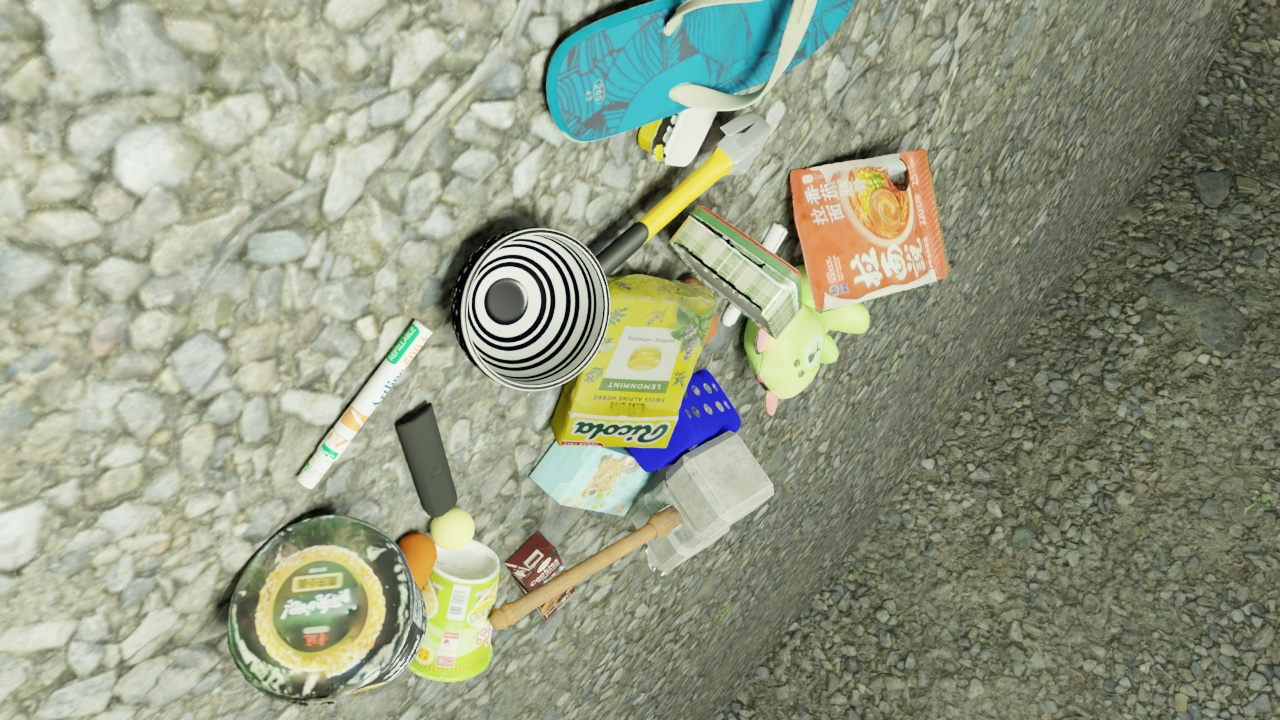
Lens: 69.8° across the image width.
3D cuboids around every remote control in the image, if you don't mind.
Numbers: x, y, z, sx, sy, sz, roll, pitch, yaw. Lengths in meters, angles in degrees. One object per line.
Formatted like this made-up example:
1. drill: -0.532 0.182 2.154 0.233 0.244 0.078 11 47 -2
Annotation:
1. remote control: -0.179 0.087 0.782 0.033 0.015 0.147 -38 151 -27

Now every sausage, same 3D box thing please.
1. sausage: -0.237 0.228 0.836 0.164 0.039 0.044 -55 154 5

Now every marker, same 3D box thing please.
1. marker: 0.130 -0.097 1.058 0.017 0.020 0.134 4 120 -49
2. marker: -0.203 0.032 0.674 0.145 0.017 0.017 -53 154 0

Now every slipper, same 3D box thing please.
1. slipper: 0.067 -0.235 0.672 0.294 0.060 0.118 -30 140 -17

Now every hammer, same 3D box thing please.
1. hammer: -0.022 0.196 0.953 0.316 0.083 0.163 -24 162 -36
2. hammer: -0.009 -0.101 0.782 0.323 0.029 0.127 -42 178 -11

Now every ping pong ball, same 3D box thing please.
1. ping pong ball: -0.174 0.156 0.849 0.040 0.040 0.040 -39 151 -27

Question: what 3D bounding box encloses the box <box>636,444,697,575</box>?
1. box: 0.039 0.180 1.156 0.155 0.084 0.126 -45 121 -12

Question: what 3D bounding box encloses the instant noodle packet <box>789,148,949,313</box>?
1. instant noodle packet: 0.255 -0.152 1.074 0.220 0.084 0.164 -16 97 -38

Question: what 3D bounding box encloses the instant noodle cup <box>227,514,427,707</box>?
1. instant noodle cup: -0.231 0.202 0.721 0.137 0.137 0.112 -46 162 -15

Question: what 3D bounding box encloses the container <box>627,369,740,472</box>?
1. container: 0.040 0.067 1.018 0.085 0.084 0.113 -41 163 26

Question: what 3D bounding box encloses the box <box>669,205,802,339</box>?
1. box: 0.096 -0.080 0.869 0.051 0.117 0.205 -50 168 3

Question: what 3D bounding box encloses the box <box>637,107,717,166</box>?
1. box: 0.064 -0.255 0.733 0.064 0.037 0.210 -9 130 -58

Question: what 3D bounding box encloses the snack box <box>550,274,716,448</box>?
1. snack box: -0.005 0.005 0.882 0.121 0.045 0.181 4 123 -25

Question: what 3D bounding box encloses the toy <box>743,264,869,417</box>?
1. toy: 0.197 -0.043 1.148 0.196 0.107 0.150 -33 130 -18

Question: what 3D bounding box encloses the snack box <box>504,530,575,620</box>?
1. snack box: -0.116 0.255 1.078 0.051 0.032 0.141 -43 152 -20

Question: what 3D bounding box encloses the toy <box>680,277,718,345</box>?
1. toy: 0.024 -0.024 0.947 0.127 0.065 0.095 -37 149 -8

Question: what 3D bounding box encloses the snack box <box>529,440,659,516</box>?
1. snack box: -0.046 0.122 1.006 0.075 0.053 0.174 -52 154 3

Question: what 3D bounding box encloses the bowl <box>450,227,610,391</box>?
1. bowl: -0.091 -0.042 0.696 0.120 0.066 0.120 -7 104 -31

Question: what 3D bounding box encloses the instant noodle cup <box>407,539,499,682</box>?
1. instant noodle cup: -0.180 0.236 0.888 0.098 0.099 0.108 -13 126 -53
